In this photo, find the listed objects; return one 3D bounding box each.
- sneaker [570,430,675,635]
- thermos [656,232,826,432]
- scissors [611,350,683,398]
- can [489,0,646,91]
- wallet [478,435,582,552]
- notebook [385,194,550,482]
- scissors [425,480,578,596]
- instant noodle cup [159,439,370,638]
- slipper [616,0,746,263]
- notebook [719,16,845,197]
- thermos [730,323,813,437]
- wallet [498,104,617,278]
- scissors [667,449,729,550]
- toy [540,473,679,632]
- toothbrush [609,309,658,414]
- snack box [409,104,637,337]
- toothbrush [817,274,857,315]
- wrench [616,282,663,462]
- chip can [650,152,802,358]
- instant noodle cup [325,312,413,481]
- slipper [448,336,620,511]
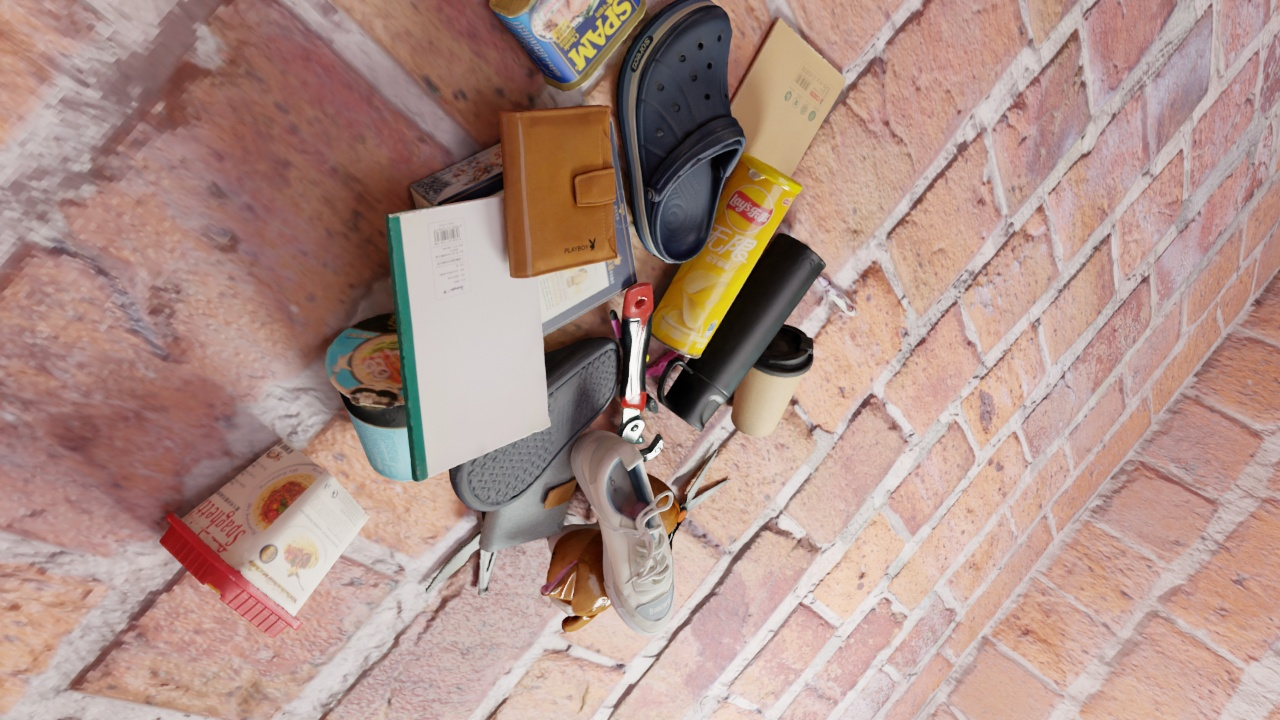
[{"bbox_3d":[0.002,0.189,0.974,0.089,0.091,0.242,-27,109,-31],"label":"sneaker"},{"bbox_3d":[0.111,-0.036,1.055,0.090,0.068,0.242,39,87,-40],"label":"thermos"},{"bbox_3d":[0.001,0.016,1.038,0.134,0.017,0.134,-19,135,-37],"label":"scissors"},{"bbox_3d":[-0.057,-0.279,0.721,0.102,0.057,0.083,-50,139,-3],"label":"can"},{"bbox_3d":[-0.112,0.141,0.979,0.106,0.037,0.130,-7,124,-40],"label":"wallet"},{"bbox_3d":[-0.132,-0.023,0.734,0.150,0.012,0.209,-23,117,-49],"label":"notebook"},{"bbox_3d":[-0.153,0.170,1.003,0.222,0.015,0.189,-38,139,-18],"label":"scissors"},{"bbox_3d":[-0.306,0.143,0.765,0.124,0.116,0.117,-50,143,-23],"label":"instant noodle cup"},{"bbox_3d":[0.043,-0.199,0.849,0.104,0.095,0.253,-25,133,-34],"label":"slipper"},{"bbox_3d":[0.131,-0.236,0.977,0.147,0.008,0.208,17,107,-49],"label":"notebook"},{"bbox_3d":[0.158,0.025,1.144,0.092,0.093,0.143,-22,139,-32],"label":"thermos"},{"bbox_3d":[-0.065,-0.139,0.748,0.107,0.031,0.132,-16,114,-40],"label":"wallet"},{"bbox_3d":[0.033,0.219,1.224,0.220,0.022,0.232,-10,127,-46],"label":"scissors"},{"bbox_3d":[-0.046,0.211,1.064,0.199,0.131,0.140,-59,144,-27],"label":"toy"},{"bbox_3d":[-0.006,0.006,0.992,0.014,0.018,0.189,-47,147,-19],"label":"toothbrush"},{"bbox_3d":[-0.095,-0.108,0.822,0.182,0.046,0.178,-32,136,-23],"label":"snack box"},{"bbox_3d":[0.248,-0.094,1.192,0.016,0.017,0.187,-54,141,3],"label":"toothbrush"},{"bbox_3d":[-0.003,0.023,0.990,0.056,0.016,0.274,-21,139,-17],"label":"wrench"},{"bbox_3d":[0.086,-0.108,0.969,0.072,0.072,0.214,10,116,-48],"label":"chip can"},{"bbox_3d":[-0.205,0.039,0.789,0.111,0.111,0.121,-26,142,-29],"label":"instant noodle cup"},{"bbox_3d":[-0.113,0.050,0.896,0.267,0.083,0.111,-40,142,-51],"label":"slipper"}]
